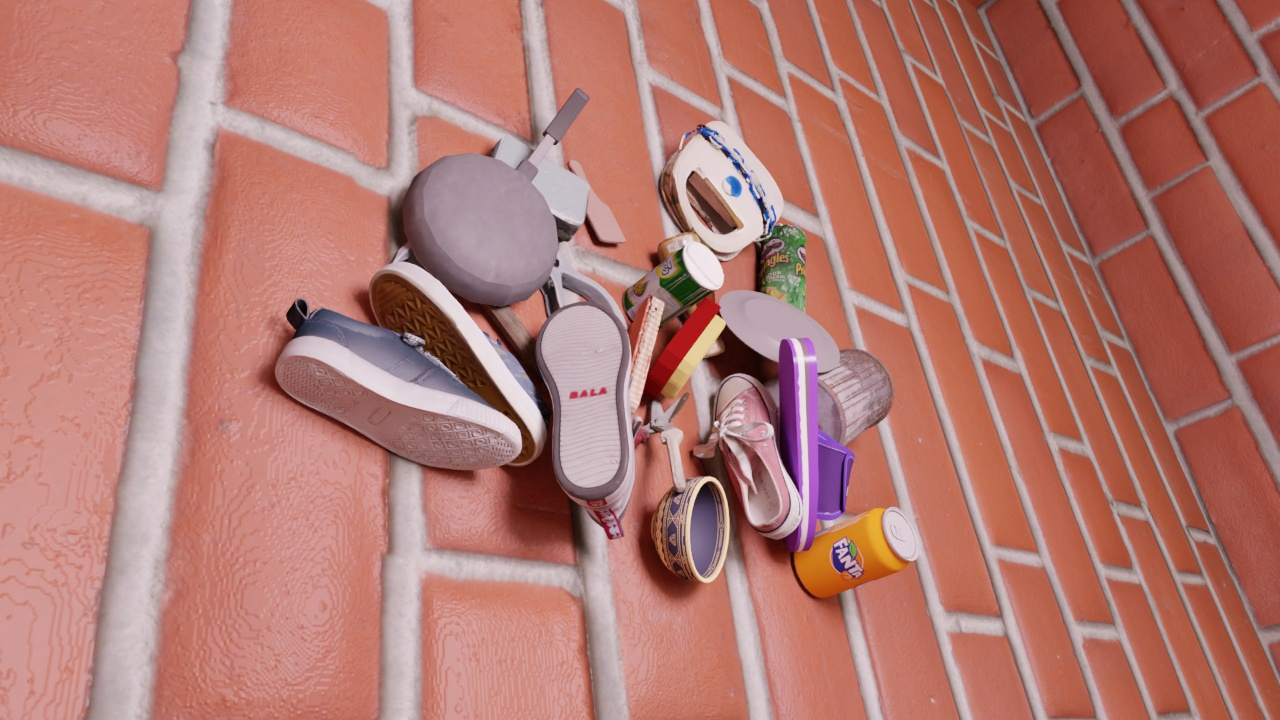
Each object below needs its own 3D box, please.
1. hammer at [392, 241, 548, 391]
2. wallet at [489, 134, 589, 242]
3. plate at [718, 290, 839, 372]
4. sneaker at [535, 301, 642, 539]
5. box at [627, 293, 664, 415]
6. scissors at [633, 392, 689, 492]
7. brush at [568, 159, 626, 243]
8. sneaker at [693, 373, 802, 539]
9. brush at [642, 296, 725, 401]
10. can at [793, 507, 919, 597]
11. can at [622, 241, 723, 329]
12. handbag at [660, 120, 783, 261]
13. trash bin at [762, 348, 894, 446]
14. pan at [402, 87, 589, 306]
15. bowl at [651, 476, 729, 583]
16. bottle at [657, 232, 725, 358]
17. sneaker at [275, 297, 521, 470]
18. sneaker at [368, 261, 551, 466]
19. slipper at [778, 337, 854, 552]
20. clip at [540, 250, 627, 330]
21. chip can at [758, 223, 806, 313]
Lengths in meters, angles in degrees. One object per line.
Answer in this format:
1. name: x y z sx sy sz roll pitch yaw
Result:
1. hammer: -0.130 -0.018 0.990 0.317 0.028 0.146 53 44 -3
2. wallet: -0.128 -0.207 1.108 0.131 0.054 0.100 33 36 -23
3. plate: 0.188 -0.045 1.226 0.178 0.012 0.178 18 32 -12
4. sneaker: -0.046 0.055 0.943 0.129 0.097 0.262 78 1 -51
5. box: -0.009 0.006 1.070 0.043 0.083 0.186 27 47 -12
6. scissors: 0.015 0.094 1.031 0.193 0.179 0.015 -24 124 -26
7. brush: -0.065 -0.207 1.206 0.049 0.015 0.135 -4 61 -49
8. sneaker: 0.121 0.101 1.095 0.088 0.118 0.240 33 28 -35
9. brush: 0.057 -0.011 1.125 0.042 0.082 0.172 35 36 3
10. can: 0.264 0.236 1.132 0.079 0.143 0.079 26 47 -32
11. can: 0.041 -0.091 1.145 0.067 0.121 0.067 26 47 -32
12. handbag: 0.119 -0.251 1.375 0.200 0.093 0.199 47 47 -12
13. trash bin: 0.251 0.062 1.255 0.210 0.131 0.131 -19 78 -52
14. pan: -0.132 -0.210 1.036 0.178 0.041 0.356 39 50 -16
15. bowl: 0.047 0.182 0.998 0.112 0.061 0.112 7 82 -62
16. bottle: 0.074 -0.086 1.229 0.059 0.060 0.166 -11 80 -49
17. sneaker: -0.213 0.023 0.831 0.235 0.089 0.087 30 40 -24
18. sneaker: -0.165 -0.007 0.903 0.235 0.088 0.079 52 33 -11
19. slipper: 0.219 0.104 1.110 0.107 0.084 0.266 -115 -158 -79
20. clip: -0.096 -0.067 1.059 0.171 0.029 0.141 47 37 -11
21. chip can: 0.213 -0.109 1.381 0.075 0.076 0.222 33 43 -26
